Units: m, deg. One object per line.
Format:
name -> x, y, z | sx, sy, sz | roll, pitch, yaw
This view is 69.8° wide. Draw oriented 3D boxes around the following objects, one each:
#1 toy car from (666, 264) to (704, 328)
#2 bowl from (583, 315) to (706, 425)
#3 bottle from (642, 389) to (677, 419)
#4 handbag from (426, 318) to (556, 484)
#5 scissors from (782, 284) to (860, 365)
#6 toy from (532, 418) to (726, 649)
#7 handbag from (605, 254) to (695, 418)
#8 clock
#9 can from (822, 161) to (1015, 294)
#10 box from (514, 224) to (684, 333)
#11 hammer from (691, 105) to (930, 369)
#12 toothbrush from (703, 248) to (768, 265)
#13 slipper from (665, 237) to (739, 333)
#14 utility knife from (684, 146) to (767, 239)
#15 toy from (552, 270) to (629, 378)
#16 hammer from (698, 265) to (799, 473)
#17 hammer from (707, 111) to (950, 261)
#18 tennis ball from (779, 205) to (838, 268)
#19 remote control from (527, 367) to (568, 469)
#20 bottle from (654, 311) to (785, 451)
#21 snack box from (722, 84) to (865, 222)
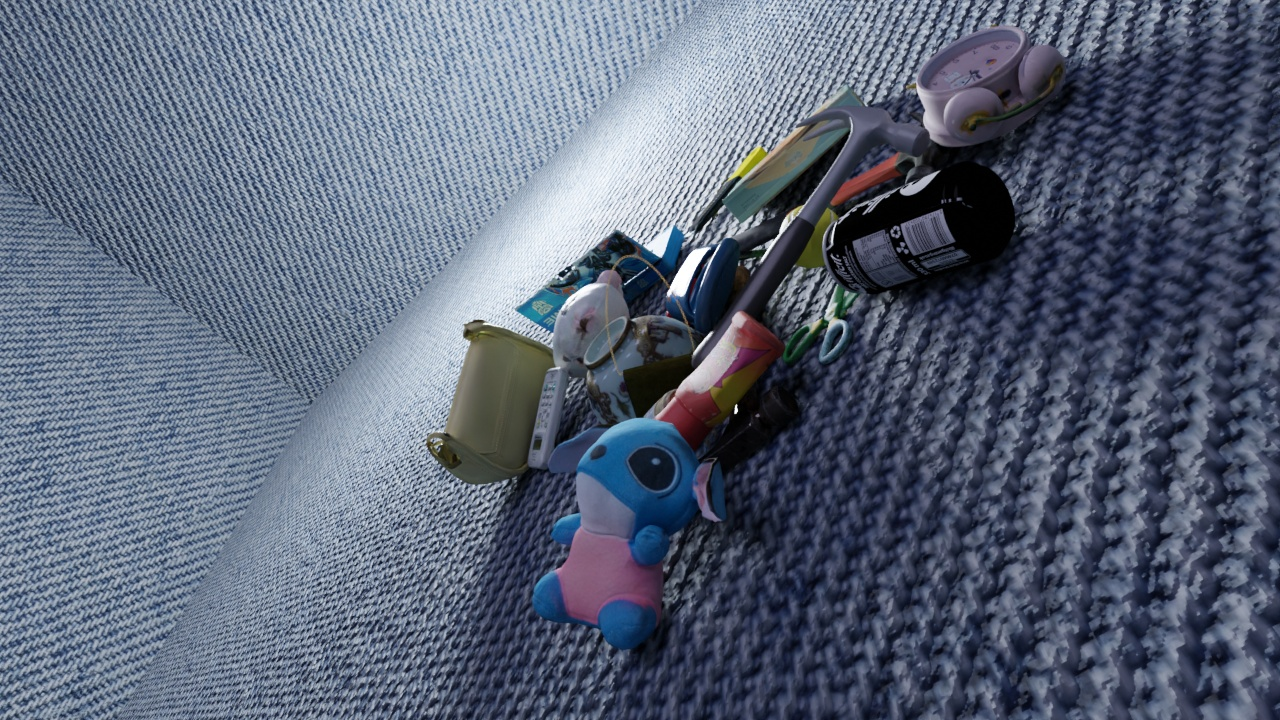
toy car -> 0.065, -0.076, 1.119 | 0.089, 0.038, 0.025 | -56, 18, -18
bowl -> -0.006, 0.006, 1.038 | 0.160, 0.094, 0.159 | -41, 22, 20
bottle -> 0.020, 0.065, 0.912 | 0.110, 0.042, 0.042 | -49, 12, 54
handbag -> -0.197, 0.063, 1.236 | 0.089, 0.191, 0.232 | -15, 48, 32
scissors -> 0.183, -0.042, 0.847 | 0.131, 0.012, 0.112 | -49, 21, 5
toy -> -0.007, 0.140, 0.764 | 0.224, 0.099, 0.191 | 7, 76, 51
handbag -> 0.009, -0.024, 0.926 | 0.084, 0.178, 0.027 | -14, 27, 7
clock -> 0.318, -0.248, 0.840 | 0.117, 0.059, 0.157 | -31, 30, 11
can -> 0.229, -0.106, 0.767 | 0.146, 0.080, 0.080 | -17, 37, 56
box -> -0.063, -0.129, 1.373 | 0.244, 0.113, 0.113 | -33, 25, 37
hammer -> 0.144, -0.117, 0.894 | 0.125, 0.029, 0.311 | 33, 87, 37
toothbrush -> 0.115, -0.131, 1.153 | 0.017, 0.014, 0.188 | -31, 15, -22
slipper -> 0.067, -0.085, 0.997 | 0.213, 0.059, 0.104 | -86, 18, -88
utility knife -> 0.121, -0.239, 1.327 | 0.174, 0.020, 0.029 | -48, 18, -1
toy -> -0.060, -0.056, 1.251 | 0.179, 0.101, 0.139 | -75, 6, -50
hammer -> 0.096, -0.008, 0.945 | 0.120, 0.033, 0.329 | -41, 21, 25
hammer -> 0.193, -0.171, 1.018 | 0.334, 0.033, 0.132 | -23, 33, 46
tennis ball -> 0.175, -0.127, 0.940 | 0.065, 0.065, 0.065 | -42, 21, 20
remote control -> -0.117, 0.075, 1.191 | 0.050, 0.022, 0.133 | -7, 70, 61
bottle -> 0.069, 0.022, 0.826 | 0.134, 0.048, 0.071 | -51, 18, 8
snack box -> 0.192, -0.256, 1.133 | 0.194, 0.044, 0.141 | -41, 6, 22
